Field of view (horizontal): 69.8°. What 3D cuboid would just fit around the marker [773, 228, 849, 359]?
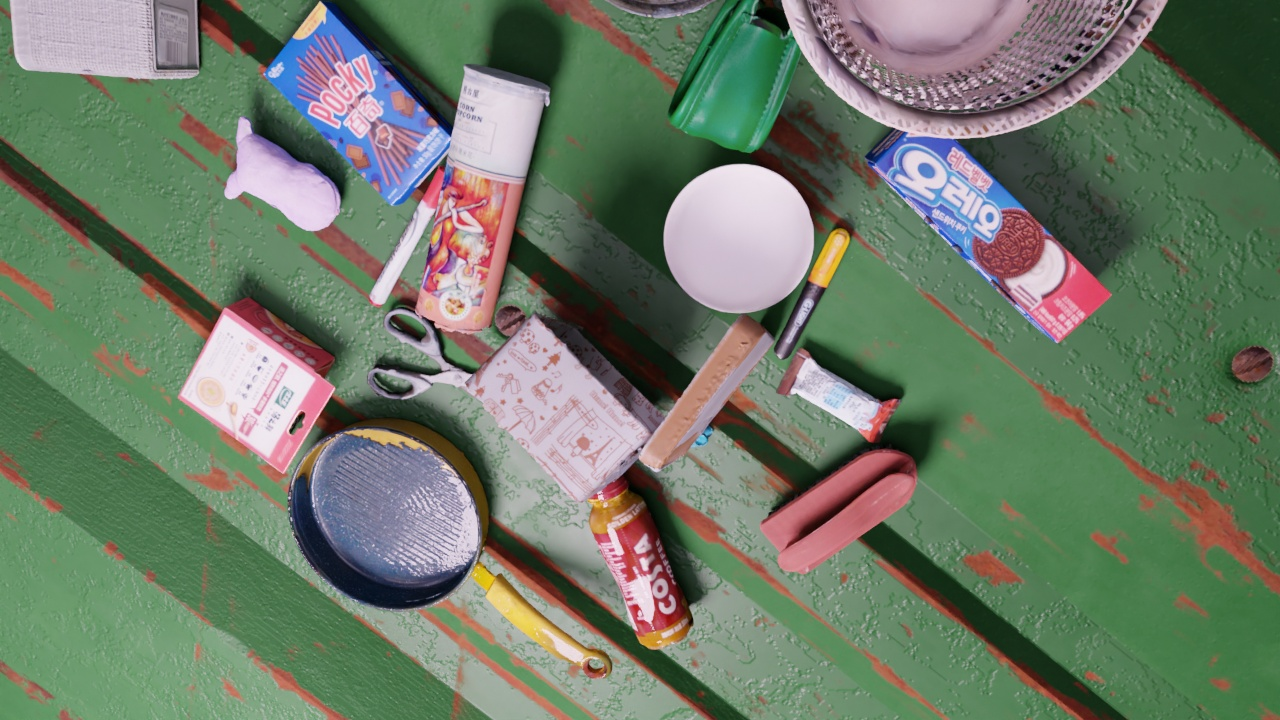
[{"bbox_3d":[0.145,-0.055,0.782,0.018,0.015,0.124,26,112,5],"label":"marker"}]

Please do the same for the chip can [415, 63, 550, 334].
[{"bbox_3d":[-0.136,-0.133,0.776,0.071,0.071,0.215,18,110,4],"label":"chip can"}]

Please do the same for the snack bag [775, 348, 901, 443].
[{"bbox_3d":[0.173,0.032,0.798,0.104,0.026,0.048,26,104,1],"label":"snack bag"}]

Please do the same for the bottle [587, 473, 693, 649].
[{"bbox_3d":[-0.005,0.183,0.860,0.057,0.057,0.175,-18,104,15],"label":"bottle"}]

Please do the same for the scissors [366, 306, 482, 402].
[{"bbox_3d":[-0.178,0.014,0.861,0.159,0.014,0.170,-20,104,15],"label":"scissors"}]

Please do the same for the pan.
[{"bbox_3d":[-0.179,0.195,0.883,0.357,0.078,0.198,29,110,0],"label":"pan"}]

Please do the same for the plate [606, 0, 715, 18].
[{"bbox_3d":[0.020,-0.344,0.671,0.179,0.024,0.180,-12,128,-15],"label":"plate"}]

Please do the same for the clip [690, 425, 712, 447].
[{"bbox_3d":[0.038,0.071,0.838,0.057,0.049,0.015,-10,108,22],"label":"clip"}]

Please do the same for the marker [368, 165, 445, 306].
[{"bbox_3d":[-0.207,-0.109,0.824,0.017,0.017,0.145,34,110,-2],"label":"marker"}]

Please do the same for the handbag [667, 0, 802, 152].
[{"bbox_3d":[0.072,-0.220,0.682,0.068,0.131,0.120,20,106,-7],"label":"handbag"}]

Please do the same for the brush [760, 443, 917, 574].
[{"bbox_3d":[0.179,0.130,0.805,0.146,0.069,0.063,-39,98,18],"label":"brush"}]

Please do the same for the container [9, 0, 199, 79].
[{"bbox_3d":[-0.445,-0.285,0.774,0.114,0.090,0.090,8,109,4],"label":"container"}]

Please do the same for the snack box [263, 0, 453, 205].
[{"bbox_3d":[-0.239,-0.219,0.789,0.085,0.026,0.157,-42,97,19],"label":"snack box"}]

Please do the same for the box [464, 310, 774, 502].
[{"bbox_3d":[-0.003,0.004,0.735,0.157,0.183,0.193,43,94,6],"label":"box"}]

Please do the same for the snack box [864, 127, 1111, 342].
[{"bbox_3d":[0.270,-0.105,0.722,0.207,0.057,0.058,43,106,-5],"label":"snack box"}]

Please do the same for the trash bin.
[{"bbox_3d":[0.206,-0.270,0.607,0.227,0.191,0.228,3,108,9],"label":"trash bin"}]

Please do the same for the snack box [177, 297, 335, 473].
[{"bbox_3d":[-0.358,0.024,0.878,0.127,0.044,0.113,36,109,-2],"label":"snack box"}]

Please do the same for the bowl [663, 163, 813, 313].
[{"bbox_3d":[0.081,-0.103,0.751,0.118,0.064,0.118,3,108,8],"label":"bowl"}]

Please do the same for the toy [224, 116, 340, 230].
[{"bbox_3d":[-0.318,-0.155,0.818,0.108,0.038,0.084,29,124,-5],"label":"toy"}]
